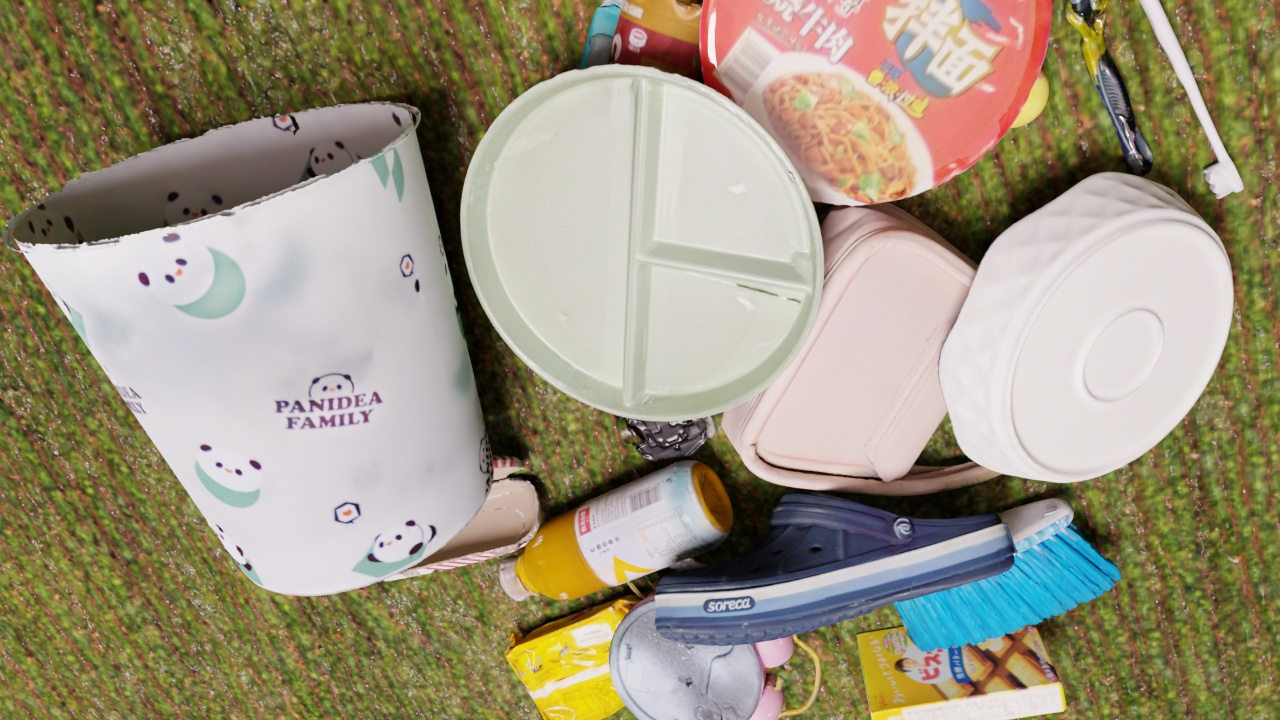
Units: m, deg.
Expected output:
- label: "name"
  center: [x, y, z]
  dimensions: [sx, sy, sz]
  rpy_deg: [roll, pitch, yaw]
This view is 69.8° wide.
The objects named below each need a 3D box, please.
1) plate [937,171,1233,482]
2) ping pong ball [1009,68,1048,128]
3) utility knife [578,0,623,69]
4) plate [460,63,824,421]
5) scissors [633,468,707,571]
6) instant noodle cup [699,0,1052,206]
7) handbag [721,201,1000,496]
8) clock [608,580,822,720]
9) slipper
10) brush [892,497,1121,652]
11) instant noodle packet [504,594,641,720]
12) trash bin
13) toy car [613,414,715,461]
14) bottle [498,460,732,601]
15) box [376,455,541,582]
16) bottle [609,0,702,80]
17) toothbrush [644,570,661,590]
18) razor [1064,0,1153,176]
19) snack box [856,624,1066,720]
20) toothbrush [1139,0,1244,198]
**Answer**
- label: "plate"
  center: [0.286, -0.010, 0.573]
  dimensions: [0.204, 0.045, 0.205]
  rpy_deg: [-8, 116, -17]
- label: "ping pong ball"
  center: [0.225, -0.161, 0.554]
  dimensions: [0.040, 0.040, 0.040]
  rpy_deg: [2, 115, 5]
- label: "utility knife"
  center: [-0.028, -0.185, 0.583]
  dimensions: [0.029, 0.013, 0.223]
  rpy_deg: [14, 116, -10]
- label: "plate"
  center: [-0.002, -0.065, 0.561]
  dimensions: [0.230, 0.027, 0.231]
  rpy_deg: [9, 121, 16]
- label: "scissors"
  center: [0.042, 0.163, 0.722]
  dimensions: [0.160, 0.014, 0.181]
  rpy_deg: [-10, 102, 18]
- label: "instant noodle cup"
  center: [0.130, -0.192, 0.536]
  dimensions: [0.194, 0.065, 0.194]
  rpy_deg: [2, 115, 4]
- label: "handbag"
  center: [0.191, 0.012, 0.627]
  dimensions: [0.234, 0.093, 0.194]
  rpy_deg: [19, 115, -12]
- label: "clock"
  center: [0.058, 0.226, 0.696]
  dimensions: [0.159, 0.059, 0.117]
  rpy_deg: [11, 106, 15]
- label: "slipper"
  center: [0.130, 0.131, 0.622]
  dimensions: [0.252, 0.095, 0.105]
  rpy_deg: [-10, 160, -8]
- label: "brush"
  center: [0.195, 0.184, 0.718]
  dimensions: [0.315, 0.060, 0.109]
  rpy_deg: [-30, 103, 20]
- label: "instant noodle packet"
  center: [-0.037, 0.255, 0.776]
  dimensions: [0.128, 0.044, 0.111]
  rpy_deg: [-23, 109, 13]
- label: "trash bin"
  center: [-0.214, -0.007, 0.582]
  dimensions: [0.230, 0.229, 0.252]
  rpy_deg: [-7, 120, 9]
- label: "toy car"
  center: [-0.004, 0.004, 0.654]
  dimensions: [0.071, 0.041, 0.156]
  rpy_deg: [-25, 108, 16]
- label: "bottle"
  center: [-0.024, 0.136, 0.695]
  dimensions: [0.190, 0.067, 0.068]
  rpy_deg: [-26, 110, 23]
- label: "box"
  center: [-0.163, 0.113, 0.703]
  dimensions: [0.163, 0.076, 0.087]
  rpy_deg: [-15, 141, 16]
- label: "bottle"
  center: [-0.005, -0.141, 0.577]
  dimensions: [0.057, 0.057, 0.175]
  rpy_deg: [18, 116, -3]
- label: "toothbrush"
  center: [0.042, 0.241, 0.779]
  dimensions: [0.017, 0.012, 0.186]
  rpy_deg: [-19, 112, 25]
- label: "razor"
  center: [0.283, -0.174, 0.554]
  dimensions: [0.042, 0.022, 0.143]
  rpy_deg: [-42, 115, -24]
- label: "snack box"
  center: [0.245, 0.242, 0.717]
  dimensions: [0.140, 0.086, 0.034]
  rpy_deg: [-16, 113, 13]
- label: "toothbrush"
  center: [0.322, -0.174, 0.553]
  dimensions: [0.016, 0.016, 0.180]
  rpy_deg: [-28, 110, 23]
